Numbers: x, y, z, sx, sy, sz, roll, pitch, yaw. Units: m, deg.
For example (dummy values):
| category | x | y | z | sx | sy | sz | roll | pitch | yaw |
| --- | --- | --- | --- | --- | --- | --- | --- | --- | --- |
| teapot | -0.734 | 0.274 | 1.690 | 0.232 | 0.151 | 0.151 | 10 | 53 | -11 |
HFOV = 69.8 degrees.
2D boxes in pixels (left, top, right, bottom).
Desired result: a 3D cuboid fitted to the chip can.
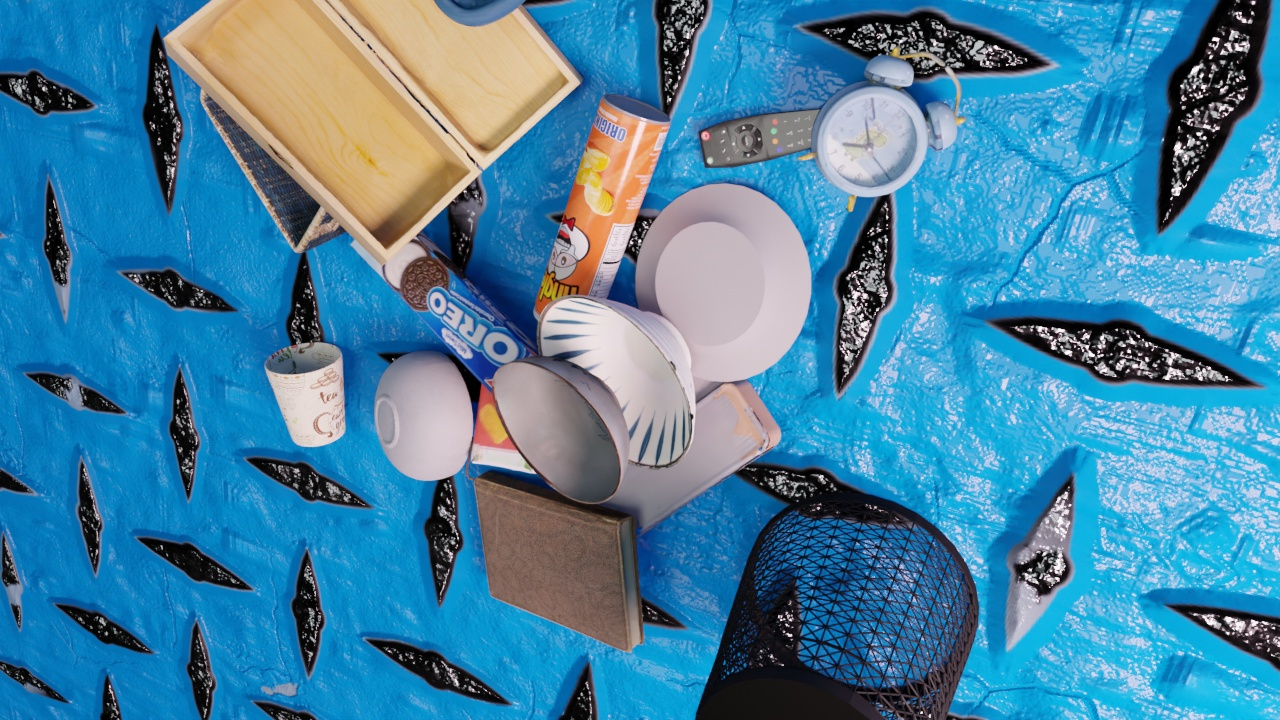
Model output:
| category | x | y | z | sx | sy | sz | roll | pitch | yaw |
| --- | --- | --- | --- | --- | --- | --- | --- | --- | --- |
| chip can | -0.037 | -0.126 | 0.823 | 0.062 | 0.062 | 0.211 | 28 | 117 | 13 |

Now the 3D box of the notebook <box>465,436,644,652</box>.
| category | x | y | z | sx | sy | sz | roll | pitch | yaw |
| --- | --- | --- | --- | --- | --- | --- | --- | --- | --- |
| notebook | -0.091 | 0.184 | 0.945 | 0.216 | 0.034 | 0.190 | 9 | 112 | 40 |

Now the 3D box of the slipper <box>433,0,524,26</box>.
| category | x | y | z | sx | sy | sz | roll | pitch | yaw |
| --- | --- | --- | --- | --- | --- | --- | --- | --- | --- |
| slipper | -0.096 | -0.361 | 0.706 | 0.104 | 0.059 | 0.214 | 46 | 105 | 16 |

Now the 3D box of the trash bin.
| category | x | y | z | sx | sy | sz | roll | pitch | yaw |
| --- | --- | --- | --- | --- | --- | --- | --- | --- | --- |
| trash bin | 0.160 | 0.261 | 0.768 | 0.217 | 0.242 | 0.217 | 8 | 111 | 22 |

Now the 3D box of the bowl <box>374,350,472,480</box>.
| category | x | y | z | sx | sy | sz | roll | pitch | yaw |
| --- | --- | --- | --- | --- | --- | --- | --- | --- | --- |
| bowl | -0.233 | 0.058 | 0.945 | 0.132 | 0.064 | 0.132 | 10 | 103 | 50 |

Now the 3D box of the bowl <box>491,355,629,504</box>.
| category | x | y | z | sx | sy | sz | roll | pitch | yaw |
| --- | --- | --- | --- | --- | --- | --- | --- | --- | --- |
| bowl | -0.058 | 0.049 | 0.799 | 0.151 | 0.056 | 0.151 | 29 | 139 | 28 |

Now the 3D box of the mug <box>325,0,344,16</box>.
| category | x | y | z | sx | sy | sz | roll | pitch | yaw |
| --- | --- | --- | --- | --- | --- | --- | --- | --- | --- |
| mug | -0.290 | -0.353 | 0.836 | 0.104 | 0.085 | 0.111 | 38 | 87 | -5 |

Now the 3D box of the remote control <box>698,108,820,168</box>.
| category | x | y | z | sx | sy | sz | roll | pitch | yaw |
| --- | --- | --- | --- | --- | --- | --- | --- | --- | --- |
| remote control | 0.110 | -0.187 | 0.764 | 0.125 | 0.010 | 0.039 | -5 | 106 | 26 |

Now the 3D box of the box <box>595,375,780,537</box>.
| category | x | y | z | sx | sy | sz | roll | pitch | yaw |
| --- | --- | --- | --- | --- | --- | --- | --- | --- | --- |
| box | 0.016 | 0.070 | 0.887 | 0.217 | 0.042 | 0.148 | -38 | 73 | 31 |

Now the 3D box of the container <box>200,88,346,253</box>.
| category | x | y | z | sx | sy | sz | roll | pitch | yaw |
| --- | --- | --- | --- | --- | --- | --- | --- | --- | --- |
| container | -0.339 | -0.217 | 0.894 | 0.187 | 0.071 | 0.146 | 59 | 146 | -4 |

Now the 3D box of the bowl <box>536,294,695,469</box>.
| category | x | y | z | sx | sy | sz | roll | pitch | yaw |
| --- | --- | --- | --- | --- | --- | --- | --- | --- | --- |
| bowl | -0.005 | 0.005 | 0.813 | 0.177 | 0.070 | 0.178 | 29 | 139 | 28 |

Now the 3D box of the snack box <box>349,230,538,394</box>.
| category | x | y | z | sx | sy | sz | roll | pitch | yaw |
| --- | --- | --- | --- | --- | --- | --- | --- | --- | --- |
| snack box | -0.185 | -0.056 | 0.894 | 0.059 | 0.059 | 0.226 | -46 | 76 | 6 |

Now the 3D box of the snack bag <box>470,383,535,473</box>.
| category | x | y | z | sx | sy | sz | roll | pitch | yaw |
| --- | --- | --- | --- | --- | --- | --- | --- | --- | --- |
| snack bag | -0.125 | 0.052 | 0.918 | 0.077 | 0.036 | 0.116 | 5 | 85 | 23 |

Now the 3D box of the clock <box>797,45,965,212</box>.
| category | x | y | z | sx | sy | sz | roll | pitch | yaw |
| --- | --- | --- | --- | --- | --- | --- | --- | --- | --- |
| clock | 0.186 | -0.179 | 0.704 | 0.089 | 0.051 | 0.125 | 45 | 110 | -5 |

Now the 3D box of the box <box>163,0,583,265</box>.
| category | x | y | z | sx | sy | sz | roll | pitch | yaw |
| --- | --- | --- | --- | --- | --- | --- | --- | --- | --- |
| box | -0.224 | -0.255 | 0.796 | 0.261 | 0.096 | 0.247 | -41 | 108 | 7 |

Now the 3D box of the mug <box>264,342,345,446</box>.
| category | x | y | z | sx | sy | sz | roll | pitch | yaw |
| --- | --- | --- | --- | --- | --- | --- | --- | --- | --- |
| mug | -0.384 | 0.035 | 1.041 | 0.122 | 0.080 | 0.097 | 23 | 125 | 39 |

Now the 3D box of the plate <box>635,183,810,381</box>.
| category | x | y | z | sx | sy | sz | roll | pitch | yaw |
| --- | --- | --- | --- | --- | --- | --- | --- | --- | --- |
| plate | 0.064 | -0.066 | 0.798 | 0.173 | 0.019 | 0.173 | 4 | 98 | 32 |
